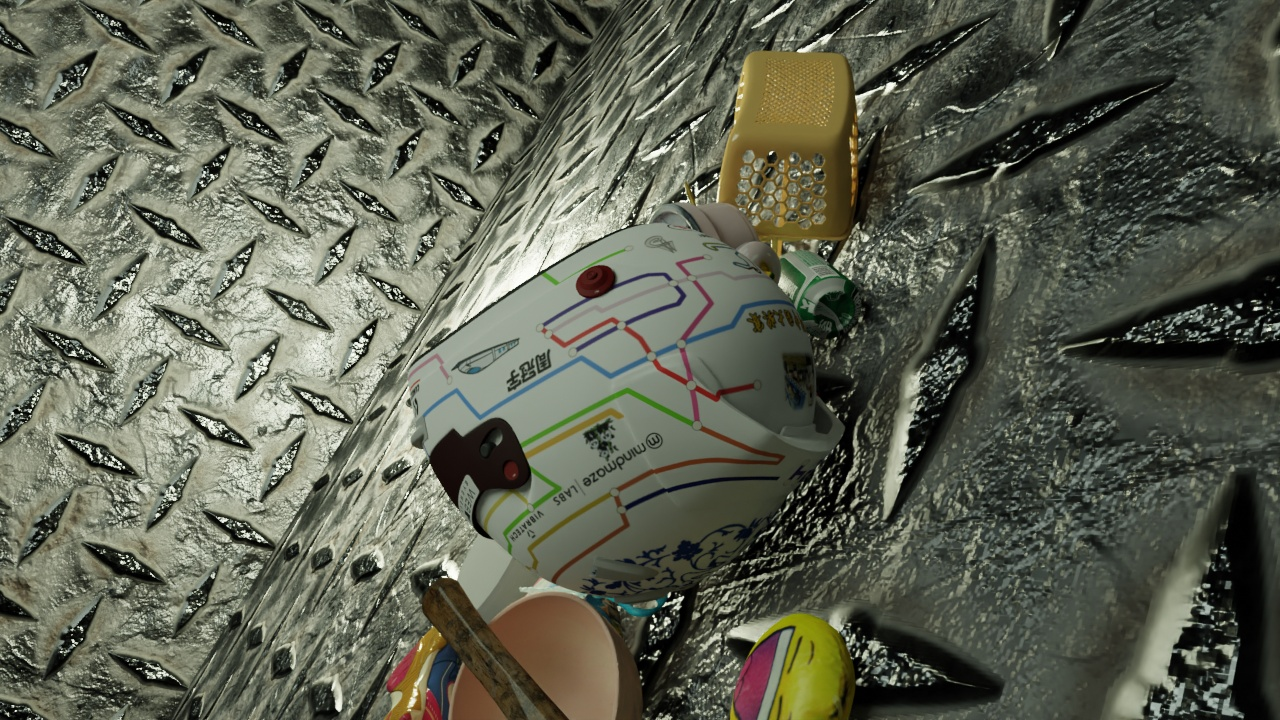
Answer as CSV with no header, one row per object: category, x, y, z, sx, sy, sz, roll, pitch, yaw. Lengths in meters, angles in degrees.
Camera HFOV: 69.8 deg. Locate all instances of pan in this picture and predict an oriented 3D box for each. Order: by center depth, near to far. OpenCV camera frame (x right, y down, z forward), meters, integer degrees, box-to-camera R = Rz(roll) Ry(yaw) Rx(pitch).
pan,-0.097,0.184,0.929,0.358,0.051,0.200,-38,26,45

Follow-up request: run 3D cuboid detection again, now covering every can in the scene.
can,0.140,-0.055,0.746,0.053,0.053,0.101,-51,21,11

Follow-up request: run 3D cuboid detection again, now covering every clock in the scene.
clock,0.065,-0.069,0.773,0.158,0.058,0.117,51,148,39

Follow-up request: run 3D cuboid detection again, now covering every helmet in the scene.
helmet,-0.017,0.054,0.665,0.315,0.230,0.236,-31,73,29

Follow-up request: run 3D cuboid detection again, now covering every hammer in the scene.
hammer,-0.062,0.243,0.579,0.330,0.033,0.120,31,84,46

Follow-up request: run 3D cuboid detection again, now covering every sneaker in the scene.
sneaker,-0.193,0.331,0.857,0.116,0.091,0.241,-49,10,7

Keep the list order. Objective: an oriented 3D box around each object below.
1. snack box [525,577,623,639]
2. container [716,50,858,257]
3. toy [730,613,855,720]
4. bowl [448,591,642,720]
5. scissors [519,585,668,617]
snack box,-0.078,0.246,0.781,0.143,0.040,0.145,-51,20,12
container,0.139,-0.178,0.862,0.167,0.129,0.182,86,-167,-44
toy,0.082,0.187,0.511,0.094,0.041,0.095,-31,31,59
bowl,-0.056,0.248,0.648,0.153,0.076,0.152,-21,50,26
scissors,-0.037,0.181,0.749,0.129,0.014,0.118,-7,26,13
